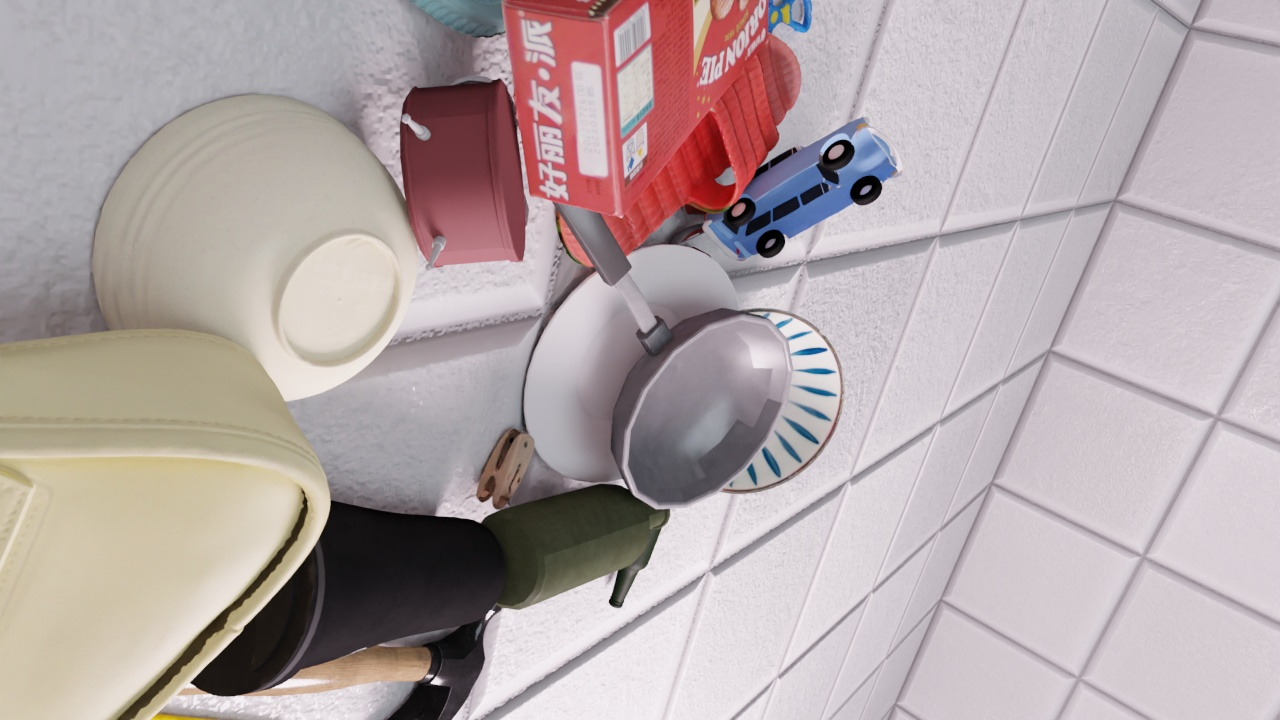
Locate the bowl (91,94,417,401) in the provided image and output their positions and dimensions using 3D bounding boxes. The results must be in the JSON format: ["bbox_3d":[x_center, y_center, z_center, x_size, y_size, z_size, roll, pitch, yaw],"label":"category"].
[{"bbox_3d":[-0.162,-0.041,0.432,0.150,0.075,0.151,-36,140,-37],"label":"bowl"}]

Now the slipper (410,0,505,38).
[{"bbox_3d":[-0.107,-0.224,0.377,0.116,0.069,0.276,-60,150,2],"label":"slipper"}]

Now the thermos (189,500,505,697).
[{"bbox_3d":[-0.167,0.129,0.544,0.106,0.106,0.218,-63,155,2],"label":"thermos"}]

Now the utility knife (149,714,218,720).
[{"bbox_3d":[-0.278,0.218,0.526,0.030,0.019,0.218,-64,148,-14],"label":"utility knife"}]

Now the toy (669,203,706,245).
[{"bbox_3d":[0.067,-0.119,0.760,0.111,0.030,0.049,-15,131,-39],"label":"toy"}]

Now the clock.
[{"bbox_3d":[-0.088,-0.097,0.479,0.137,0.048,0.096,-95,180,-71],"label":"clock"}]

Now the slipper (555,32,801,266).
[{"bbox_3d":[0.044,-0.153,0.659,0.248,0.059,0.104,-43,136,-23],"label":"slipper"}]

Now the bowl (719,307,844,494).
[{"bbox_3d":[0.092,0.029,0.848,0.177,0.071,0.177,-4,108,-12],"label":"bowl"}]

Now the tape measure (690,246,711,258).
[{"bbox_3d":[0.037,-0.066,0.770,0.051,0.019,0.059,-40,150,-36],"label":"tape measure"}]

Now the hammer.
[{"bbox_3d":[-0.207,0.205,0.603,0.132,0.040,0.305,-64,149,-4],"label":"hammer"}]

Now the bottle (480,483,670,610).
[{"bbox_3d":[-0.041,0.137,0.725,0.206,0.071,0.071,-4,117,-58],"label":"bottle"}]

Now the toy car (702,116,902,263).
[{"bbox_3d":[0.121,-0.131,0.700,0.056,0.154,0.054,38,36,-37],"label":"toy car"}]

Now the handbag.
[{"bbox_3d":[-0.248,0.084,0.356,0.190,0.088,0.233,22,112,-45],"label":"handbag"}]

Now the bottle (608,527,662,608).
[{"bbox_3d":[-0.005,0.186,0.895,0.033,0.033,0.123,-2,116,-56],"label":"bottle"}]

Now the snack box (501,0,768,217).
[{"bbox_3d":[0.011,-0.196,0.532,0.113,0.060,0.235,85,29,-44],"label":"snack box"}]

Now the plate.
[{"bbox_3d":[-0.004,0.005,0.734,0.208,0.015,0.209,-20,127,-29],"label":"plate"}]

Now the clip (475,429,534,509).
[{"bbox_3d":[-0.102,0.079,0.677,0.025,0.049,0.061,32,46,-58],"label":"clip"}]

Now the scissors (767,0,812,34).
[{"bbox_3d":[0.095,-0.259,0.713,0.130,0.018,0.110,-6,116,-55],"label":"scissors"}]

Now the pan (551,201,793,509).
[{"bbox_3d":[0.012,-0.015,0.683,0.178,0.041,0.357,-44,138,-10],"label":"pan"}]
